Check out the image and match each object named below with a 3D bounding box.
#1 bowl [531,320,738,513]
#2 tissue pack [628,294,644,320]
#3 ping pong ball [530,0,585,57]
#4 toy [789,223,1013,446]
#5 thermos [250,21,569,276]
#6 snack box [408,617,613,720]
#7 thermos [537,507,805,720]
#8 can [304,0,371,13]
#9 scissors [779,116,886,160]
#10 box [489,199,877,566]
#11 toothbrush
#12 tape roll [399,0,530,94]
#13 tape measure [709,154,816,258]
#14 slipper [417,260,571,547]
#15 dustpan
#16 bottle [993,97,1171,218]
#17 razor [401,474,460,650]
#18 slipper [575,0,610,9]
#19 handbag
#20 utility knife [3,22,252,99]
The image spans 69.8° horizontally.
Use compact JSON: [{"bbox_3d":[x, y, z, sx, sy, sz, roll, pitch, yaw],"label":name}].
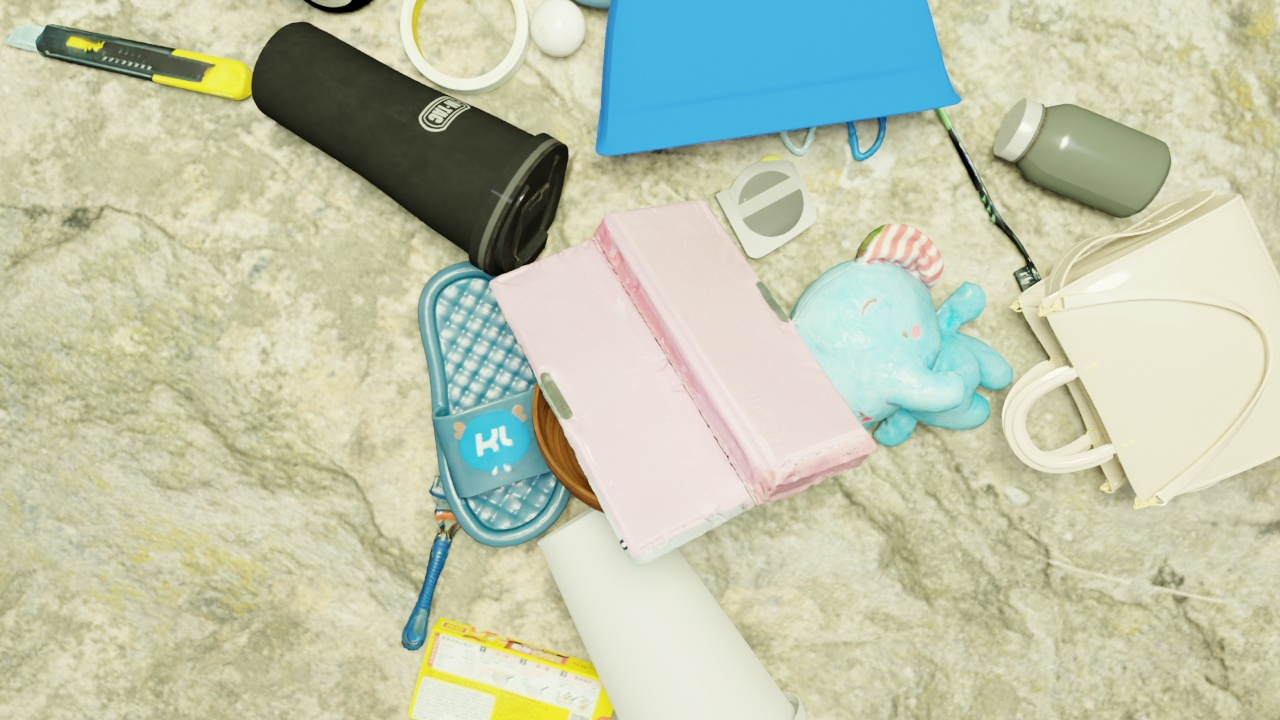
[{"bbox_3d":[-0.002,0.051,0.629,0.147,0.069,0.147,5,56,-7],"label":"bowl"},{"bbox_3d":[-0.004,0.004,0.686,0.099,0.034,0.114,2,95,-3],"label":"tissue pack"},{"bbox_3d":[-0.060,-0.241,0.664,0.040,0.040,0.040,0,94,1],"label":"ping pong ball"},{"bbox_3d":[0.186,0.006,0.653,0.180,0.114,0.184,22,107,-12],"label":"toy"},{"bbox_3d":[-0.160,-0.153,0.647,0.218,0.105,0.106,31,94,3],"label":"thermos"},{"bbox_3d":[-0.097,0.259,0.713,0.152,0.025,0.075,17,95,0],"label":"snack box"},{"bbox_3d":[0.016,0.207,0.664,0.131,0.131,0.222,-31,86,3],"label":"thermos"},{"bbox_3d":[-0.223,-0.291,0.610,0.080,0.146,0.080,0,94,1],"label":"can"},{"bbox_3d":[0.135,-0.211,0.680,0.097,0.020,0.132,-11,95,-1],"label":"scissors"},{"bbox_3d":[0.023,-0.003,0.599,0.180,0.051,0.232,-21,62,-21],"label":"box"},{"bbox_3d":[0.254,-0.124,0.682,0.017,0.014,0.188,-29,93,11],"label":"toothbrush"},{"bbox_3d":[-0.128,-0.245,0.676,0.094,0.019,0.094,0,94,1],"label":"tape roll"},{"bbox_3d":[0.093,-0.115,0.684,0.065,0.016,0.064,-29,94,3],"label":"tape measure"},{"bbox_3d":[-0.105,0.031,0.674,0.103,0.059,0.213,-12,90,-10],"label":"slipper"},{"bbox_3d":[0.074,-0.282,0.602,0.245,0.059,0.258,-8,104,1],"label":"dustpan"},{"bbox_3d":[0.314,-0.147,0.656,0.108,0.060,0.060,22,94,-1],"label":"bottle"},{"bbox_3d":[-0.159,0.157,0.709,0.044,0.018,0.141,18,96,-12],"label":"razor"},{"bbox_3d":[-0.038,-0.356,0.647,0.104,0.059,0.213,-10,93,4],"label":"slipper"},{"bbox_3d":[0.347,0.007,0.646,0.198,0.101,0.194,-29,96,3],"label":"handbag"},{"bbox_3d":[-0.381,-0.225,0.682,0.186,0.020,0.029,11,93,1],"label":"utility knife"}]
